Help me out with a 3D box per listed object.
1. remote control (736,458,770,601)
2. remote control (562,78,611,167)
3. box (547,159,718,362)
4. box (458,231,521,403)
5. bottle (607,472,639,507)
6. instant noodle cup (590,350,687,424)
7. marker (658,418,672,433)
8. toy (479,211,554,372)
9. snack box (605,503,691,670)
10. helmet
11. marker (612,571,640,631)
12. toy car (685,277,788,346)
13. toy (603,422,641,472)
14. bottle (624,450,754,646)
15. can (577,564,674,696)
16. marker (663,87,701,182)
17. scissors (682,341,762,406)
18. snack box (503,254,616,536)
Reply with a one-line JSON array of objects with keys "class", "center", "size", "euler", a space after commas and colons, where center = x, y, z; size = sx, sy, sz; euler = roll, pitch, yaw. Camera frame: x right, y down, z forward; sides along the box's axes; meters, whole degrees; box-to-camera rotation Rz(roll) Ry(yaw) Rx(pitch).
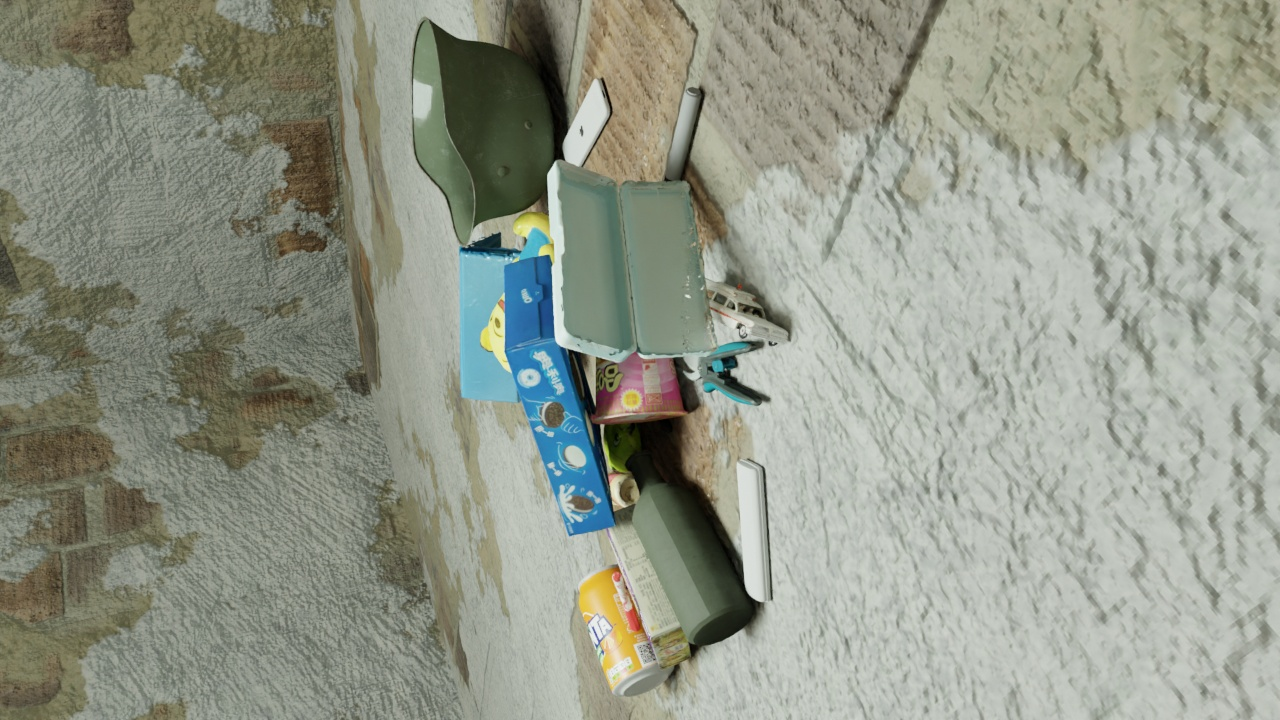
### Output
[{"class": "remote control", "center": [0.102, 0.155, 0.833], "size": [0.033, 0.012, 0.131], "euler": [-158, 60, -63]}, {"class": "remote control", "center": [-0.063, -0.261, 1.039], "size": [0.147, 0.008, 0.045], "euler": [138, 118, -64]}, {"class": "box", "center": [-0.012, -0.085, 0.779], "size": [0.049, 0.136, 0.196], "euler": [113, 156, -52]}, {"class": "box", "center": [-0.208, -0.063, 1.316], "size": [0.102, 0.094, 0.232], "euler": [-86, 0, -62]}, {"class": "bottle", "center": [-0.030, 0.155, 1.103], "size": [0.109, 0.044, 0.044], "euler": [167, 92, -67]}, {"class": "instant noodle cup", "center": [-0.006, 0.005, 0.929], "size": [0.098, 0.097, 0.108], "euler": [154, 112, -67]}, {"class": "marker", "center": [0.002, 0.023, 1.010], "size": [0.011, 0.011, 0.152], "euler": [103, 148, -44]}, {"class": "toy", "center": [-0.133, -0.074, 1.156], "size": [0.149, 0.084, 0.214], "euler": [60, 137, 50]}, {"class": "snack box", "center": [0.009, 0.249, 1.002], "size": [0.148, 0.040, 0.143], "euler": [80, 167, -59]}, {"class": "helmet", "center": [-0.185, -0.276, 1.131], "size": [0.227, 0.153, 0.268], "euler": [-172, 78, -68]}, {"class": "marker", "center": [-0.016, 0.265, 1.003], "size": [0.142, 0.012, 0.012], "euler": [77, 167, -51]}, {"class": "toy car", "center": [0.081, -0.044, 0.770], "size": [0.113, 0.039, 0.039], "euler": [31, 107, 59]}, {"class": "toy", "center": [-0.024, 0.096, 1.074], "size": [0.093, 0.036, 0.094], "euler": [-118, 29, -52]}, {"class": "bottle", "center": [0.038, 0.178, 0.919], "size": [0.072, 0.071, 0.206], "euler": [104, 147, -45]}, {"class": "can", "center": [-0.020, 0.325, 1.108], "size": [0.079, 0.079, 0.142], "euler": [107, 145, -48]}, {"class": "marker", "center": [0.034, -0.184, 0.840], "size": [0.141, 0.016, 0.016], "euler": [104, 147, -45]}, {"class": "scissors", "center": [0.072, 0.007, 0.831], "size": [0.154, 0.019, 0.128], "euler": [106, 147, -50]}, {"class": "snack box", "center": [-0.086, 0.035, 0.969], "size": [0.195, 0.056, 0.239], "euler": [-104, 0, -59]}]
